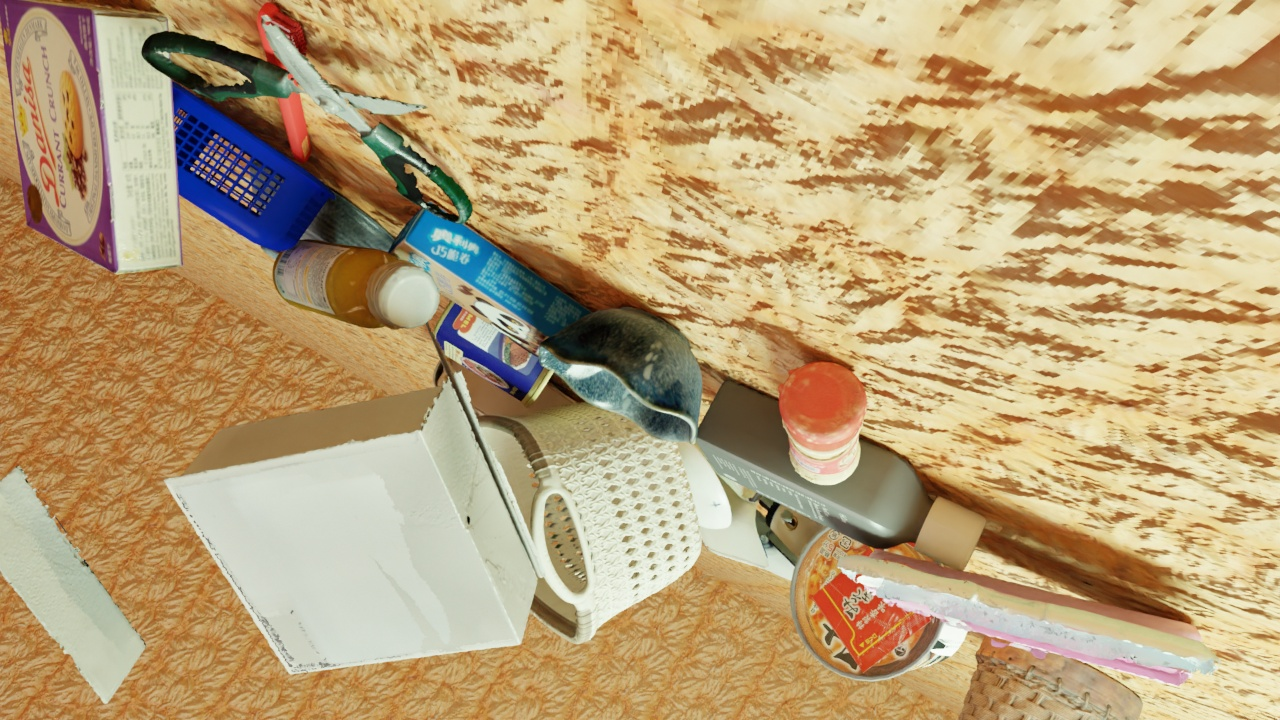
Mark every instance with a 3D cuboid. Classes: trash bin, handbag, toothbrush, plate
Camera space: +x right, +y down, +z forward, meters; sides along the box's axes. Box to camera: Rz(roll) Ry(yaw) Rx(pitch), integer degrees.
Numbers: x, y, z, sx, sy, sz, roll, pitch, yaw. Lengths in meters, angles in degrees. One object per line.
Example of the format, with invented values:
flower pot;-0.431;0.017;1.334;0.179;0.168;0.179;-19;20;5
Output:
trash bin;0.365;0.388;0.882;0.151;0.210;0.151;29;168;6
handbag;-0.125;0.073;0.993;0.208;0.103;0.211;33;166;4
toothbrush;-0.187;-0.140;0.501;0.018;0.012;0.213;29;168;-12
handbag;0.085;0.130;0.820;0.176;0.074;0.151;44;164;-16
plate;0.036;0.105;0.789;0.104;0.026;0.104;50;159;26

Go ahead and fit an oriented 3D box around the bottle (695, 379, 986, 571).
bottle;0.125;0.077;0.575;0.174;0.046;0.084;24;166;23

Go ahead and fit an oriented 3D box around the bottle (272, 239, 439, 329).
bottle;-0.193;-0.051;0.616;0.053;0.053;0.186;39;164;-36

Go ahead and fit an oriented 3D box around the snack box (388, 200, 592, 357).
snack box;-0.093;-0.044;0.616;0.151;0.034;0.087;34;167;-19

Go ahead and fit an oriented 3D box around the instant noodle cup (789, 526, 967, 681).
instant noodle cup;0.203;0.196;0.736;0.124;0.123;0.121;19;173;40

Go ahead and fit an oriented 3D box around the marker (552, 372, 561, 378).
marker;-0.073;0.008;0.804;0.139;0.022;0.016;18;167;39

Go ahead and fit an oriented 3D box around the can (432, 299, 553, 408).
can;-0.111;-0.013;0.730;0.092;0.056;0.116;32;167;-6

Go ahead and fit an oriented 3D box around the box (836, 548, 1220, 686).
box;0.233;0.152;0.565;0.201;0.038;0.152;9;161;28

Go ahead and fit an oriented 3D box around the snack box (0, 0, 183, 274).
snack box;-0.332;-0.139;0.553;0.148;0.143;0.040;20;-156;36

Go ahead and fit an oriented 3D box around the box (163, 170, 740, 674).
box;-0.098;0.024;0.666;0.174;0.420;0.167;3;124;32

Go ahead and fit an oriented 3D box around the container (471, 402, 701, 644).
container;-0.058;0.121;0.781;0.247;0.142;0.184;-1;105;67

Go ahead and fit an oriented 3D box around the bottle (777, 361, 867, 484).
bottle;0.098;0.036;0.489;0.044;0.044;0.109;25;167;19

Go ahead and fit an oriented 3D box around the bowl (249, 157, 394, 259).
bowl;-0.262;-0.098;0.730;0.137;0.057;0.137;28;168;6

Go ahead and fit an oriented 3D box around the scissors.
scissors;-0.172;-0.127;0.461;0.203;0.015;0.202;22;170;9

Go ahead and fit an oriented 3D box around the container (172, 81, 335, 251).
container;-0.273;-0.124;0.615;0.114;0.058;0.096;34;176;-10

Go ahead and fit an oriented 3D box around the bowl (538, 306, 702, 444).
bowl;-0.003;0.003;0.553;0.110;0.055;0.110;28;167;7
